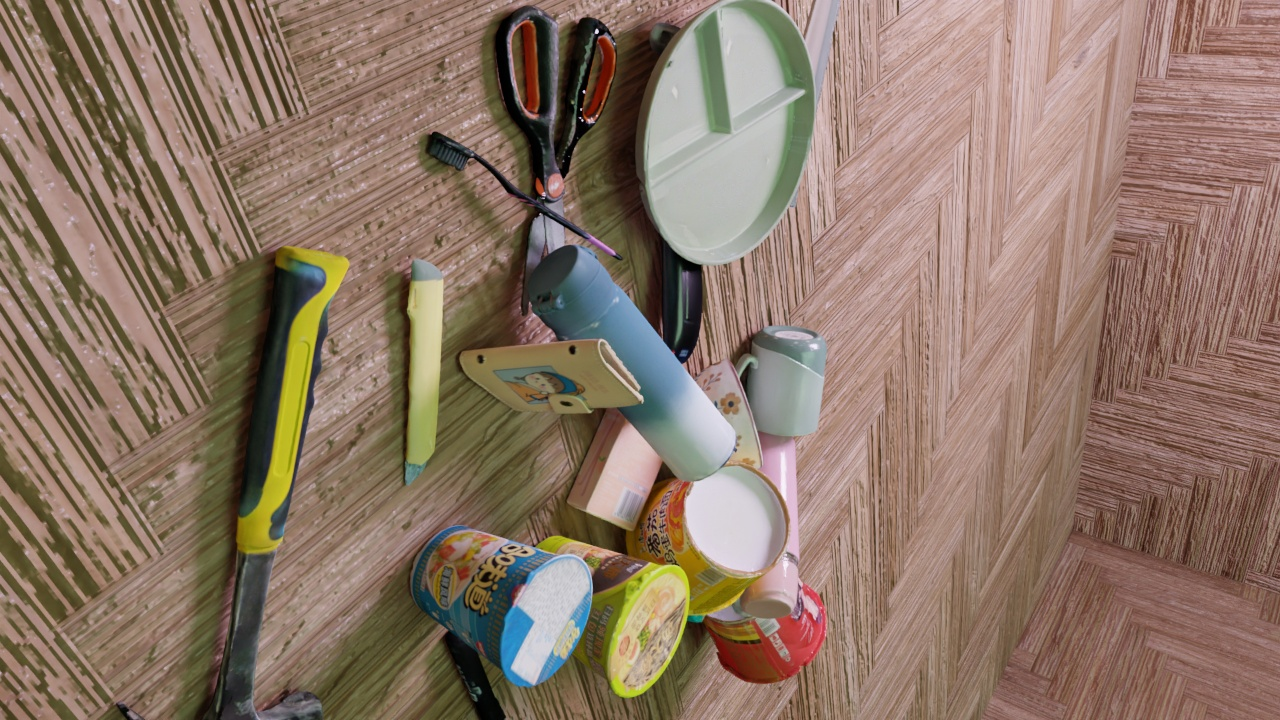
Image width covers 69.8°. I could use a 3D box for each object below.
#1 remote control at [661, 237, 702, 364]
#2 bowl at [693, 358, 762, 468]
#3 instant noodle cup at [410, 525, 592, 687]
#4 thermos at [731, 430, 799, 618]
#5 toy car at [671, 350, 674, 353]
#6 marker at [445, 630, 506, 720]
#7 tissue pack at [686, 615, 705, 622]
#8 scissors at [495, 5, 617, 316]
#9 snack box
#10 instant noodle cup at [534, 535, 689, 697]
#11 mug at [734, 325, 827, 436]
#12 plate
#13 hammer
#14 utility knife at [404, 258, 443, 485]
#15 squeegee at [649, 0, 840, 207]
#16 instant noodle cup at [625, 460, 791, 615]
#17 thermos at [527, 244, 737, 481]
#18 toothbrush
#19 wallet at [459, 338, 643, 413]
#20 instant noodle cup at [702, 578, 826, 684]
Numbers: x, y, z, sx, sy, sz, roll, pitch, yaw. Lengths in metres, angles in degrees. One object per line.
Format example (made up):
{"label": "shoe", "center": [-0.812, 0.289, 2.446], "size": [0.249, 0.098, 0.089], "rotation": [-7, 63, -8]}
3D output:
{"label": "remote control", "center": [0.040, -0.063, 0.840], "size": [0.053, 0.024, 0.136], "rotation": [-7, 98, -55]}
{"label": "bowl", "center": [0.075, 0.061, 0.911], "size": [0.062, 0.113, 0.113], "rotation": [-18, 130, 0]}
{"label": "instant noodle cup", "center": [-0.108, 0.171, 0.678], "size": [0.099, 0.110, 0.099], "rotation": [-27, 124, -48]}
{"label": "thermos", "center": [0.130, 0.177, 0.988], "size": [0.067, 0.087, 0.198], "rotation": [22, 52, -24]}
{"label": "toy car", "center": [-0.003, 0.000, 0.786], "size": [0.120, 0.045, 0.052], "rotation": [44, 72, -32]}
{"label": "marker", "center": [-0.134, 0.268, 0.761], "size": [0.022, 0.020, 0.132], "rotation": [-60, 147, -47]}
{"label": "tissue pack", "center": [0.051, 0.206, 0.963], "size": [0.093, 0.050, 0.133], "rotation": [-52, 139, -30]}
{"label": "scissors", "center": [-0.056, -0.152, 0.693], "size": [0.189, 0.022, 0.229], "rotation": [-46, 136, -33]}
{"label": "snack box", "center": [-0.006, 0.074, 0.851], "size": [0.084, 0.026, 0.157], "rotation": [37, 73, -52]}
{"label": "instant noodle cup", "center": [-0.040, 0.205, 0.775], "size": [0.111, 0.123, 0.112], "rotation": [-28, 125, -48]}
{"label": "mug", "center": [0.147, 0.021, 1.005], "size": [0.111, 0.082, 0.106], "rotation": [-3, 109, -21]}
{"label": "plate", "center": [0.076, -0.197, 0.800], "size": [0.229, 0.027, 0.230], "rotation": [-23, 125, -39]}
{"label": "hammer", "center": [-0.227, 0.093, 0.549], "size": [0.126, 0.032, 0.323], "rotation": [2, 102, -55]}
{"label": "utility knife", "center": [-0.150, 0.010, 0.634], "size": [0.030, 0.018, 0.166], "rotation": [-13, 113, -47]}
{"label": "squeegee", "center": [0.084, -0.271, 0.824], "size": [0.249, 0.040, 0.248], "rotation": [-6, 113, -47]}
{"label": "instant noodle cup", "center": [0.068, 0.161, 0.863], "size": [0.137, 0.138, 0.110], "rotation": [-48, 179, -32]}
{"label": "thermos", "center": [-0.004, 0.004, 0.721], "size": [0.220, 0.070, 0.070], "rotation": [51, 60, -29]}
{"label": "toothbrush", "center": [-0.077, -0.111, 0.662], "size": [0.189, 0.014, 0.018], "rotation": [29, 91, -43]}
{"label": "wallet", "center": [-0.062, 0.014, 0.675], "size": [0.087, 0.115, 0.024], "rotation": [55, 37, -49]}
{"label": "instant noodle cup", "center": [0.130, 0.277, 1.037], "size": [0.137, 0.138, 0.108], "rotation": [-54, 132, -26]}
